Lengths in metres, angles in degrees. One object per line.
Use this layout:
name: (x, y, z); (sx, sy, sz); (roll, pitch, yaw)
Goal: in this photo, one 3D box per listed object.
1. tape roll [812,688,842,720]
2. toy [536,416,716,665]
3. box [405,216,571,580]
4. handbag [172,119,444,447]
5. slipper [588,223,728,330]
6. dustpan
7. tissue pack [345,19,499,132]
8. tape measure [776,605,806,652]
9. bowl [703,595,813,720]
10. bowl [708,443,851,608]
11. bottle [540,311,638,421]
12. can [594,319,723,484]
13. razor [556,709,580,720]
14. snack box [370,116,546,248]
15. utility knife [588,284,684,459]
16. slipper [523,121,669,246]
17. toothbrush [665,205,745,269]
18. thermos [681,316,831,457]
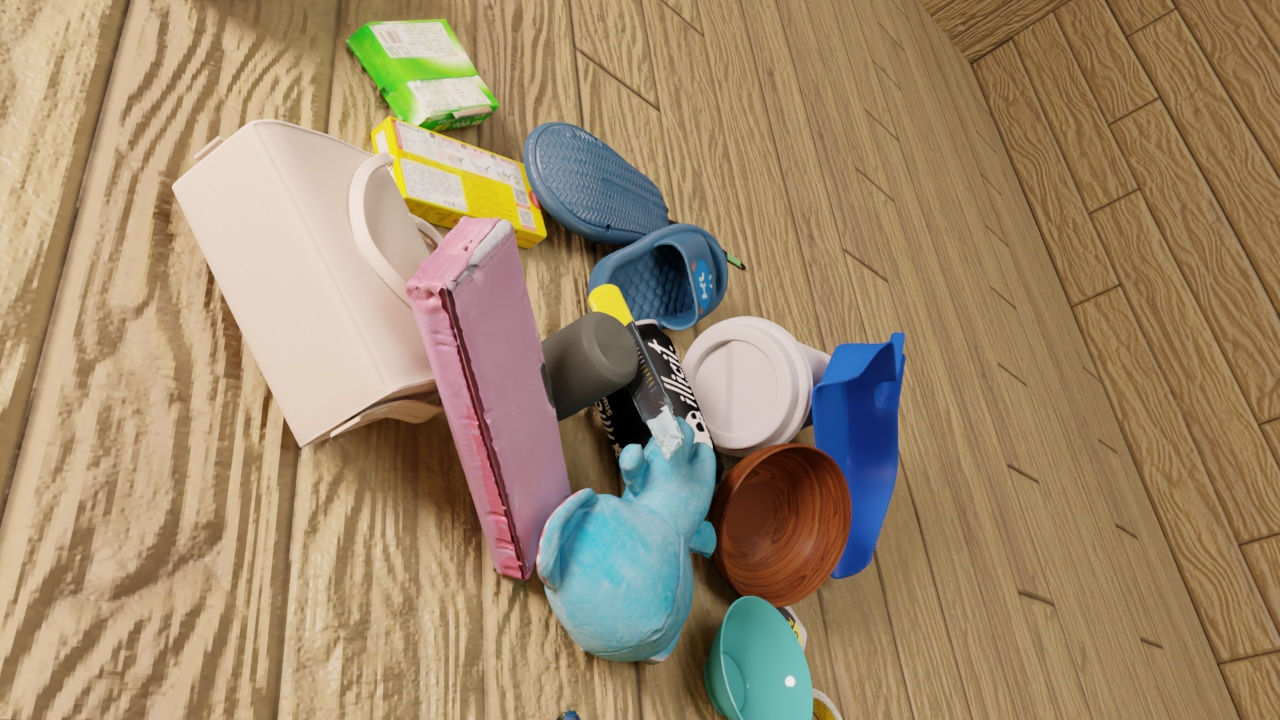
tape roll: (0.151, 0.335, 0.799); (0.094, 0.019, 0.093); (32, 43, -36)
toy: (-0.007, 0.125, 0.667); (0.183, 0.115, 0.180); (49, 54, -39)
box: (-0.088, 0.030, 0.587); (0.098, 0.041, 0.233); (-68, 155, -53)
handbag: (-0.172, -0.053, 0.606); (0.194, 0.101, 0.197); (63, 21, 3)
slipper: (0.027, -0.076, 0.881); (0.213, 0.059, 0.104); (-19, 109, -51)
dustpan: (0.235, 0.050, 0.952); (0.256, 0.060, 0.246); (-62, 147, -50)
tissue pack: (-0.179, -0.240, 0.776); (0.099, 0.034, 0.113); (57, 34, -1)
tape measure: (0.123, 0.247, 0.829); (0.065, 0.017, 0.064); (54, 34, -10)
bowl: (0.086, 0.257, 0.745); (0.121, 0.046, 0.121); (32, 42, -36)
bowl: (0.113, 0.142, 0.831); (0.147, 0.069, 0.147); (-5, 100, -30)
bottle: (-0.057, 0.010, 0.683); (0.060, 0.109, 0.060); (32, 43, -36)
can: (0.009, 0.046, 0.769); (0.080, 0.080, 0.146); (-6, 71, -55)
razor: (-0.031, 0.296, 0.587); (0.043, 0.018, 0.140); (11, 53, -49)
snack box: (-0.145, -0.143, 0.756); (0.152, 0.025, 0.075); (9, 59, -50)
utility knife: (-0.004, 0.004, 0.696); (0.197, 0.029, 0.020); (-114, 180, -48)
slipper: (-0.041, -0.152, 0.875); (0.213, 0.059, 0.103); (15, 64, -55)
toothbrush: (0.068, -0.142, 1.050); (0.188, 0.017, 0.014); (25, 46, -44)
thermos: (0.136, 0.026, 0.927); (0.221, 0.132, 0.131); (2, 64, -61)
